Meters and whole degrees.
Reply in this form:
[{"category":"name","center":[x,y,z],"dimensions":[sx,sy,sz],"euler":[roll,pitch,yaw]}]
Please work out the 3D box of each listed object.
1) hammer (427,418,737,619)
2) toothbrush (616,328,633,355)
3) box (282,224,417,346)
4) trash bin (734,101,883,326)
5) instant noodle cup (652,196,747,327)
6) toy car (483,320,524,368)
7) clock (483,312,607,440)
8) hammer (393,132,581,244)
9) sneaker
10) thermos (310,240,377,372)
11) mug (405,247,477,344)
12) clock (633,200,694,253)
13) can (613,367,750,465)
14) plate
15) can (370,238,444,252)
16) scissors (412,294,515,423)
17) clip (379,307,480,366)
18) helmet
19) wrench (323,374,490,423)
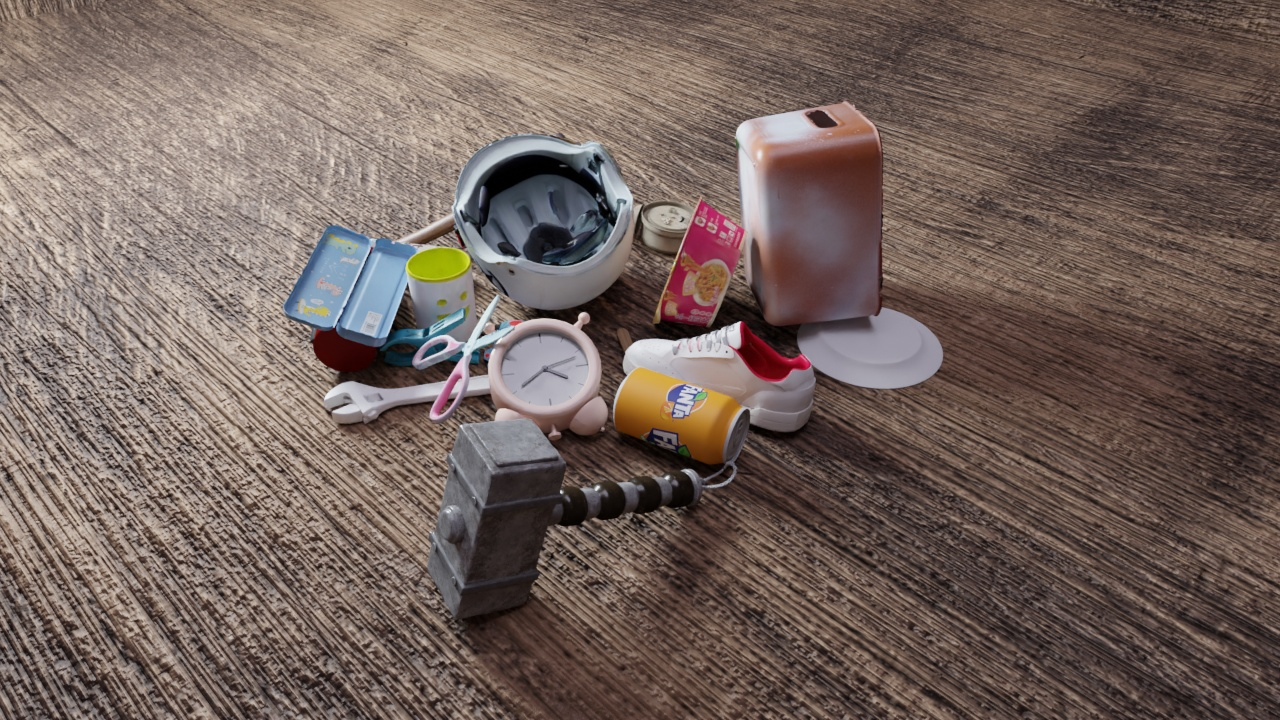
[{"category":"hammer","center":[-0.042,0.140,0.907],"dimensions":[0.325,0.177,0.079],"euler":[-3,33,-36]},{"category":"toothbrush","center":[-0.007,0.007,1.163],"dimensions":[0.016,0.016,0.166],"euler":[-7,37,-12]},{"category":"box","center":[-0.363,-0.099,1.164],"dimensions":[0.125,0.021,0.208],"euler":[15,37,-10]},{"category":"trash bin","center":[0.218,-0.191,1.210],"dimensions":[0.157,0.260,0.181],"euler":[-8,30,-1]},{"category":"instant noodle cup","center":[0.083,-0.120,1.218],"dimensions":[0.078,0.179,0.178],"euler":[21,39,0]},{"category":"toy car","center":[-0.168,-0.027,1.195],"dimensions":[0.060,0.028,0.107],"euler":[3,37,3]},{"category":"clock","center":[-0.113,0.025,1.088],"dimensions":[0.131,0.086,0.160],"euler":[-7,55,-10]},{"category":"hammer","center":[-0.222,-0.240,1.386],"dimensions":[0.322,0.033,0.115],"euler":[-28,60,-7]},{"category":"sneaker","center":[0.094,-0.002,1.091],"dimensions":[0.237,0.104,0.090],"euler":[19,31,22]},{"category":"thermos","center":[-0.387,-0.071,1.216],"dimensions":[0.108,0.084,0.198],"euler":[-29,37,16]},{"category":"mug","center":[-0.259,-0.083,1.204],"dimensions":[0.082,0.106,0.082],"euler":[0,38,0]},{"category":"clock","center":[0.027,-0.206,1.413],"dimensions":[0.141,0.055,0.092],"euler":[15,39,7]},{"category":"can","center":[0.045,0.063,1.035],"dimensions":[0.142,0.079,0.078],"euler":[18,41,22]},{"category":"plate","center":[0.303,-0.028,1.211],"dimensions":[0.188,0.016,0.188],"euler":[0,37,0]},{"category":"can","center":[-0.332,-0.143,1.325],"dimensions":[0.136,0.054,0.054],"euler":[7,38,10]},{"category":"scissors","center":[-0.220,-0.007,1.093],"dimensions":[0.173,0.013,0.170],"euler":[11,70,46]},{"category":"clip","center":[-0.267,-0.013,1.170],"dimensions":[0.120,0.104,0.027],"euler":[-7,34,1]},{"category":"helmet","center":[-0.131,-0.181,1.272],"dimensions":[0.236,0.164,0.264],"euler":[-31,62,-18]},{"category":"wrench","center":[-0.244,0.037,1.120],"dimensions":[0.273,0.018,0.066],"euler":[-8,38,-13]}]
